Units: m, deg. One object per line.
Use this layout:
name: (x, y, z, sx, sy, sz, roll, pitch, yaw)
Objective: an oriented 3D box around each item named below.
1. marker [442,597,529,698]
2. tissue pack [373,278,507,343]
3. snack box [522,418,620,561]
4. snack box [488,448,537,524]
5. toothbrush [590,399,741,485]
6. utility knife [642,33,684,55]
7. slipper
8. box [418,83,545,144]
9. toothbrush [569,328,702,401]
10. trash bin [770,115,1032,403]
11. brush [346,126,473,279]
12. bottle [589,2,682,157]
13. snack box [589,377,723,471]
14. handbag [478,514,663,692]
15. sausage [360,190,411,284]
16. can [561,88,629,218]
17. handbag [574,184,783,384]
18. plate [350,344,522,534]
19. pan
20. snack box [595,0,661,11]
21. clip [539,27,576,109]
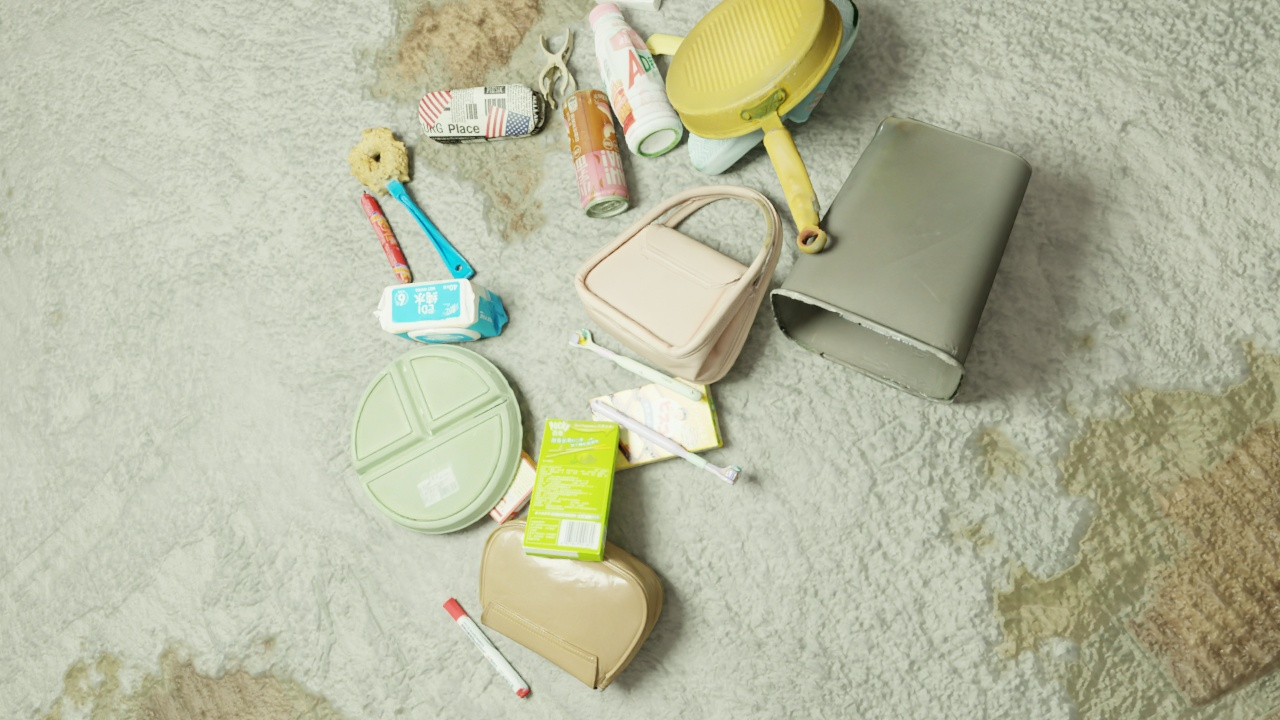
marker: (-0.181, 0.337, 1.076, 0.145, 0.017, 0.017, 44, 95, 18)
tissue pack: (-0.241, -0.056, 1.114, 0.140, 0.090, 0.063, -4, 80, 15)
snack box: (-0.073, 0.138, 0.999, 0.086, 0.026, 0.156, 2, 59, 8)
snack box: (-0.188, 0.115, 1.106, 0.077, 0.027, 0.156, -47, 72, 5)
toothbrush: (0.024, 0.087, 1.017, 0.189, 0.029, 0.021, 26, 128, 19)
utility knife: (0.061, -0.365, 1.081, 0.177, 0.019, 0.031, 27, 86, 44)
slipper: (0.154, -0.301, 1.036, 0.246, 0.074, 0.104, -44, 46, 23)
box: (-0.203, -0.308, 1.148, 0.164, 0.076, 0.075, 1, 87, 14)
toothbrush: (-0.006, 0.006, 1.048, 0.190, 0.020, 0.029, 26, 59, 33)
trash bin: (0.268, -0.101, 0.925, 0.199, 0.198, 0.219, 24, 82, 18)
brush: (-0.293, -0.199, 1.182, 0.083, 0.046, 0.254, -39, 77, 4)
bottle: (-0.012, -0.341, 1.103, 0.068, 0.068, 0.196, -25, 71, 12)
snack box: (0.017, 0.071, 1.049, 0.140, 0.033, 0.087, -14, 79, 13)
handbag: (-0.080, 0.260, 1.018, 0.204, 0.099, 0.148, 24, 96, 19)
sausage: (-0.330, -0.158, 1.194, 0.020, 0.020, 0.155, -31, 75, 10)
can: (-0.054, -0.249, 1.103, 0.058, 0.058, 0.147, -15, 78, 14)
handbag: (0.060, -0.105, 1.031, 0.193, 0.093, 0.234, 33, 80, 32)
plate: (-0.251, 0.092, 1.099, 0.230, 0.027, 0.230, -3, 82, 18)
pan: (0.131, -0.253, 0.934, 0.198, 0.078, 0.356, -27, 46, 24)
snack box: (0.001, -0.517, 1.144, 0.085, 0.027, 0.156, 14, 87, 18)
clip: (-0.114, -0.365, 1.153, 0.076, 0.034, 0.103, -18, 72, 13)
